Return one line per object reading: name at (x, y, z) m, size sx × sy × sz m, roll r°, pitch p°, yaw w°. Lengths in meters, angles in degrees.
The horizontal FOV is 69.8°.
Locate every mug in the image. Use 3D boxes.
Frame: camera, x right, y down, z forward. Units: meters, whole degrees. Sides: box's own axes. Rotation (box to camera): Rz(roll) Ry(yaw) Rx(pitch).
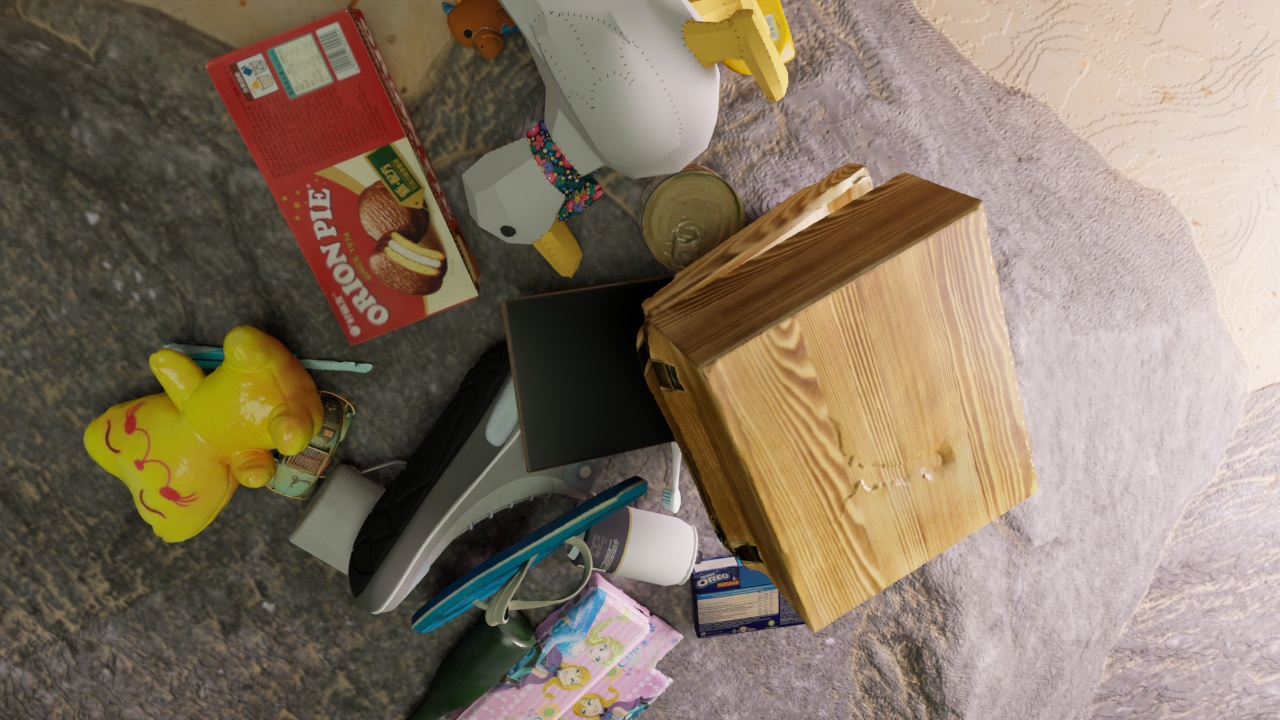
mug at (-0.251, 0.131, 0.818) m, size 0.070 × 0.084 × 0.113 m, roll 36°, pitch 73°, yaw -16°

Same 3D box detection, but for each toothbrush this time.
toothbrush at (0.036, 0.041, 0.842) m, size 0.027 × 0.026 × 0.223 m, roll -20°, pitch 121°, yaw -47°

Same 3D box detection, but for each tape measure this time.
tape measure at (0.088, -0.258, 0.731) m, size 0.059 × 0.030 × 0.068 m, roll -24°, pitch 110°, yaw 2°

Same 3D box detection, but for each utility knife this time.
utility knife at (-0.317, -0.002, 0.789) m, size 0.168 × 0.015 × 0.022 m, roll 2°, pitch 117°, yaw -11°

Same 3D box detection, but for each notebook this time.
notebook at (-0.005, 0.004, 0.770) m, size 0.208 × 0.008 × 0.141 m, roll -10°, pitch 98°, yaw -22°

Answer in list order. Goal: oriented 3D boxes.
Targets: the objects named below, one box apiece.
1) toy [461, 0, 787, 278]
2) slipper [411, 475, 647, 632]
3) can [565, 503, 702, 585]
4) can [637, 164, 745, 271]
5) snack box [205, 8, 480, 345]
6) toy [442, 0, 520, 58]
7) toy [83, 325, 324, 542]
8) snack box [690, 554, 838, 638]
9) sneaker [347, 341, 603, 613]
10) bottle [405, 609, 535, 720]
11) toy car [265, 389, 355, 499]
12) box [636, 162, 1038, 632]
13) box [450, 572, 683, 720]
toy at (-0.032, -0.191, 0.678) m, size 0.268 × 0.140 × 0.247 m, roll -22°, pitch 129°, yaw 15°
slipper at (-0.098, 0.189, 0.793) m, size 0.296 × 0.118 × 0.060 m, roll -37°, pitch 74°, yaw 31°
can at (-0.003, 0.174, 0.869) m, size 0.127 × 0.064 × 0.064 m, roll 15°, pitch 108°, yaw -13°
can at (0.042, -0.120, 0.772) m, size 0.086 × 0.043 × 0.086 m, roll -2°, pitch 111°, yaw -6°
snack box at (-0.224, -0.140, 0.721) m, size 0.113 × 0.060 × 0.236 m, roll -21°, pitch 112°, yaw 1°
toy at (-0.114, -0.288, 0.694) m, size 0.090 × 0.070 × 0.103 m, roll -26°, pitch 89°, yaw 17°
toy at (-0.357, 0.053, 0.760) m, size 0.194 × 0.087 × 0.134 m, roll -34°, pitch 98°, yaw 15°
snack box at (0.126, 0.232, 0.928) m, size 0.150 × 0.027 × 0.082 m, roll -6°, pitch 110°, yaw -6°
sneaker at (-0.123, 0.121, 0.789) m, size 0.160 × 0.093 × 0.256 m, roll 38°, pitch 76°, yaw -29°
bottle at (-0.179, 0.317, 0.908) m, size 0.055 × 0.055 × 0.174 m, roll 39°, pitch 103°, yaw -19°
toy car at (-0.293, 0.081, 0.805) m, size 0.047 × 0.047 × 0.112 m, roll 26°, pitch 106°, yaw -20°
box at (0.146, 0.030, 0.728) m, size 0.247 × 0.176 × 0.279 m, roll -31°, pitch 123°, yaw -9°
box at (-0.065, 0.340, 0.943) m, size 0.159 × 0.035 × 0.231 m, roll 40°, pitch 103°, yaw -20°
